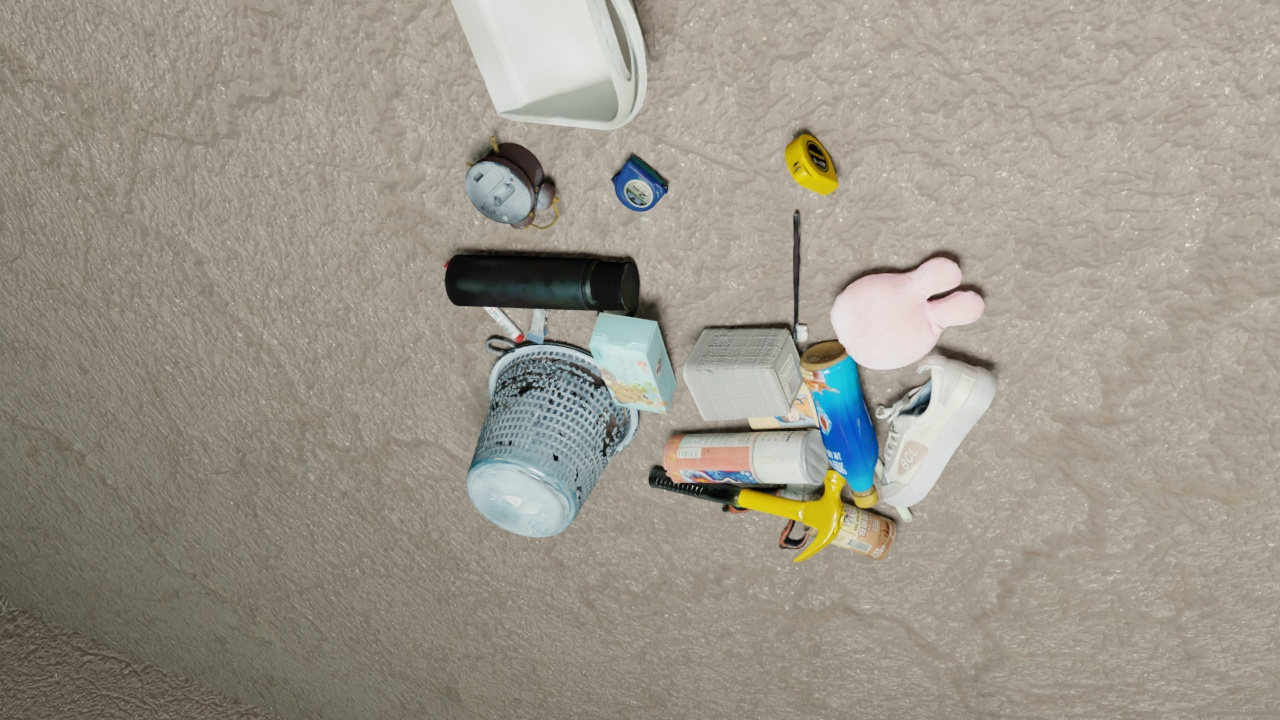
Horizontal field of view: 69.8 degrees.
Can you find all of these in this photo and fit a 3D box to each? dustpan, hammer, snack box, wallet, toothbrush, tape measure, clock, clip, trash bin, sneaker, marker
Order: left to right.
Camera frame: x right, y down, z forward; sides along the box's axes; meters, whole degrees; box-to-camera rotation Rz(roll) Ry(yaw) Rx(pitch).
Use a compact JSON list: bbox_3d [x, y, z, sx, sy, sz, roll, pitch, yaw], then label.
[{"bbox_3d":[-0.210,-0.079,1.239,0.017,0.017,0.145,-23,118,39],"label":"marker"},{"bbox_3d":[-0.147,-0.198,1.069,0.122,0.055,0.082,42,134,-17],"label":"clock"},{"bbox_3d":[-0.098,-0.318,0.872,0.258,0.142,0.223,-2,129,25],"label":"dustpan"},{"bbox_3d":[-0.135,-0.051,1.228,0.027,0.043,0.058,24,129,8],"label":"clip"},{"bbox_3d":[-0.132,0.121,1.247,0.227,0.194,0.227,9,132,10],"label":"trash bin"},{"bbox_3d":[-0.007,0.007,1.157,0.074,0.051,0.175,11,155,17],"label":"snack box"},{"bbox_3d":[-0.002,-0.195,1.023,0.058,0.025,0.055,40,137,-7],"label":"tape measure"},{"bbox_3d":[0.139,0.189,1.265,0.301,0.128,0.032,8,178,37],"label":"hammer"},{"bbox_3d":[0.187,0.054,1.169,0.115,0.024,0.087,-3,134,29],"label":"wallet"},{"bbox_3d":[0.180,-0.091,1.040,0.018,0.015,0.181,3,133,15],"label":"toothbrush"},{"bbox_3d":[0.167,-0.195,0.917,0.060,0.057,0.029,9,152,-45],"label":"tape measure"},{"bbox_3d":[0.312,0.146,1.194,0.029,0.020,0.189,-19,120,29],"label":"toothbrush"},{"bbox_3d":[0.322,0.086,1.086,0.091,0.089,0.243,24,136,6],"label":"sneaker"}]

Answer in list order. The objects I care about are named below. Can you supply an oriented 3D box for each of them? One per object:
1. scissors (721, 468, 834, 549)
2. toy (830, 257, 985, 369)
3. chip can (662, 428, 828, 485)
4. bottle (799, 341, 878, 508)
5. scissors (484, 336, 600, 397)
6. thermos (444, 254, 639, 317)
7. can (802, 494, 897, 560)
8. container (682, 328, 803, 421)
[{"bbox_3d":[0.208,0.199,1.299,0.228,0.015,0.189,-17,121,37],"label":"scissors"},{"bbox_3d":[0.288,-0.050,0.999,0.160,0.054,0.121,-26,117,35],"label":"toy"},{"bbox_3d":[0.135,0.128,1.216,0.215,0.071,0.071,-5,128,36],"label":"chip can"},{"bbox_3d":[0.249,0.084,1.110,0.065,0.065,0.219,-6,117,30],"label":"bottle"},{"bbox_3d":[-0.142,0.013,1.296,0.180,0.014,0.160,31,136,-5],"label":"scissors"},{"bbox_3d":[-0.122,-0.086,1.150,0.243,0.068,0.090,5,127,22],"label":"thermos"},{"bbox_3d":[0.284,0.227,1.246,0.116,0.058,0.059,21,137,-5],"label":"can"},{"bbox_3d":[0.128,0.015,1.104,0.114,0.090,0.090,-3,129,34],"label":"container"}]
